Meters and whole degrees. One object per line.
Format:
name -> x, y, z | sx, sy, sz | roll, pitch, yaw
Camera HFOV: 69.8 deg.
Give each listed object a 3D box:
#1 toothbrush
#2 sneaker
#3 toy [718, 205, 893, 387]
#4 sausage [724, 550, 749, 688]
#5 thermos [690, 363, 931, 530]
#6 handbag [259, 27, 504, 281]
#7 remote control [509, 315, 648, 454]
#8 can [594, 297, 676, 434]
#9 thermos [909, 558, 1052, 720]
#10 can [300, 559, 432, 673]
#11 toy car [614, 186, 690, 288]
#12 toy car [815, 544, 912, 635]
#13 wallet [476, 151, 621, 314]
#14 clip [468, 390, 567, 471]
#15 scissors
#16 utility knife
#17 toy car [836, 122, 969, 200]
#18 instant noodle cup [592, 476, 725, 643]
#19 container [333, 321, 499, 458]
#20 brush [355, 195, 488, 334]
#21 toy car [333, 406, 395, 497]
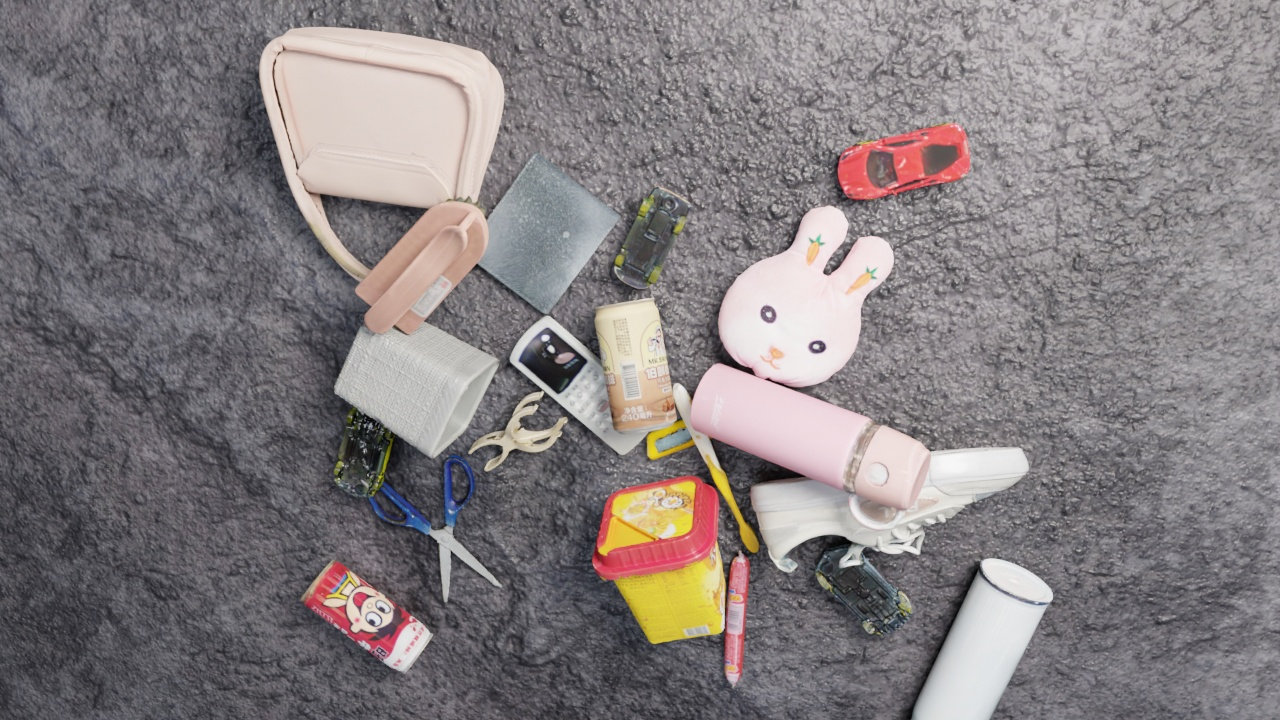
toothbrush -> 0.073, 0.102, 0.864 | 0.016, 0.018, 0.191 | -21, 108, 18
sneaker -> 0.223, 0.135, 0.816 | 0.242, 0.089, 0.090 | -13, 84, 16
toy -> 0.143, -0.053, 0.798 | 0.121, 0.054, 0.160 | 32, 105, -1
sausage -> 0.095, 0.260, 0.917 | 0.020, 0.020, 0.156 | 4, 107, 8
thermos -> 0.140, 0.074, 0.783 | 0.199, 0.067, 0.087 | 22, 109, 25
handbag -> -0.225, -0.167, 0.814 | 0.193, 0.093, 0.235 | 9, 116, 6
remote control -> -0.053, 0.024, 0.868 | 0.150, 0.021, 0.058 | 40, 108, -5
can -> -0.005, 0.005, 0.824 | 0.058, 0.058, 0.116 | -10, 93, 12
thermos -> 0.313, 0.300, 0.872 | 0.073, 0.073, 0.224 | 18, 109, 3
can -> -0.286, 0.269, 0.963 | 0.133, 0.053, 0.053 | 38, 109, -3
toy car -> 0.010, -0.107, 0.810 | 0.042, 0.035, 0.091 | 28, 109, 1
toy car -> 0.212, 0.217, 0.878 | 0.105, 0.031, 0.049 | 45, 107, -7
wallet -> -0.090, -0.113, 0.834 | 0.097, 0.019, 0.121 | 38, 110, -4
clip -> -0.110, 0.081, 0.888 | 0.084, 0.034, 0.105 | 34, 118, -10
scissors -> -0.207, 0.170, 0.942 | 0.175, 0.012, 0.163 | 26, 109, 0
utility knife -> 0.074, 0.059, 0.861 | 0.154, 0.015, 0.033 | -23, 100, 15
toy car -> 0.218, -0.164, 0.763 | 0.106, 0.031, 0.049 | -10, 104, 14
instant noodle cup -> 0.028, 0.191, 0.865 | 0.116, 0.116, 0.124 | -14, 116, 13
container -> -0.210, 0.016, 0.857 | 0.114, 0.090, 0.090 | 31, 108, 3
brush -> -0.182, -0.081, 0.782 | 0.063, 0.072, 0.146 | 41, 123, -17
toy car -> -0.272, 0.086, 0.915 | 0.048, 0.032, 0.105 | 20, 106, 3
